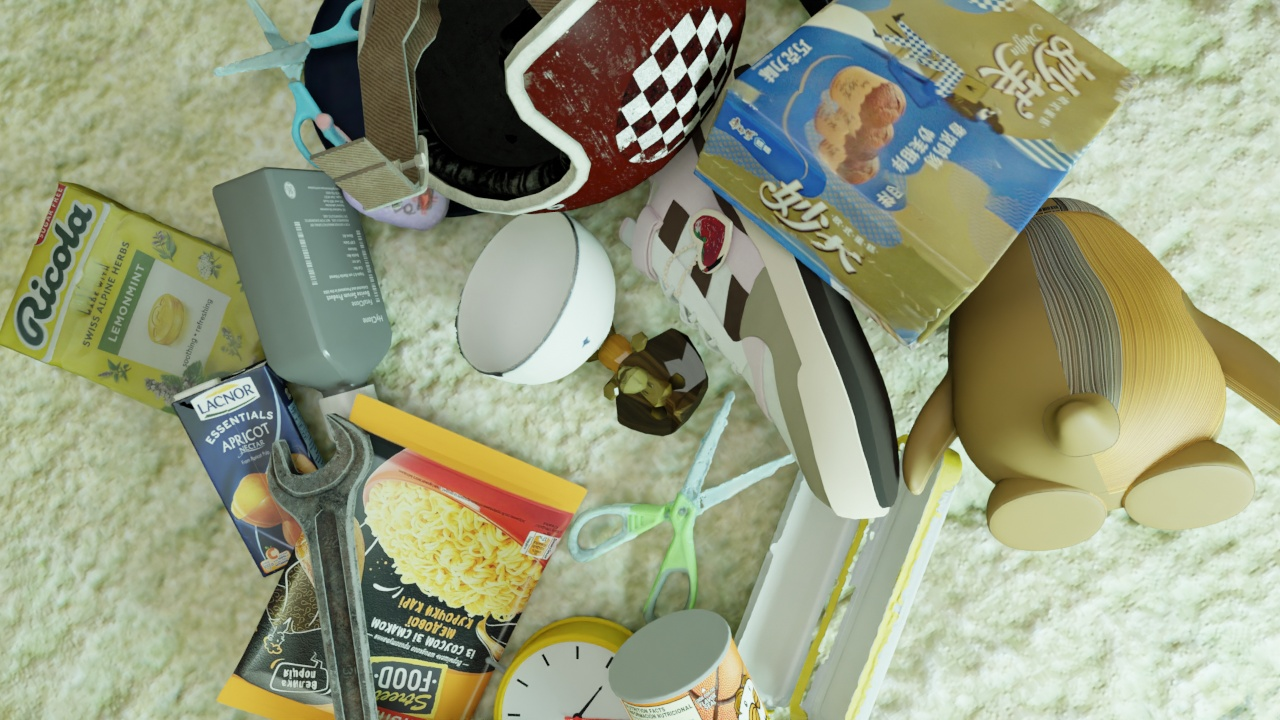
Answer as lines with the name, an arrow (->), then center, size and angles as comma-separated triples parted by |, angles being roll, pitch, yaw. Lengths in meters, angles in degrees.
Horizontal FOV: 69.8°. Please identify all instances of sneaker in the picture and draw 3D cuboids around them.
sneaker -> 0.059, -0.035, 0.558 | 0.117, 0.111, 0.293 | -24, 73, 20

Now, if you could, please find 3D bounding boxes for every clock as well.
clock -> -0.025, 0.230, 0.601 | 0.152, 0.052, 0.113 | 0, 89, 7

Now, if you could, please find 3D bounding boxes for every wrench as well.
wrench -> -0.182, 0.170, 0.564 | 0.070, 0.010, 0.273 | -9, 88, 9

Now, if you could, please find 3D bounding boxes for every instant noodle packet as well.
instant noodle packet -> -0.153, 0.152, 0.601 | 0.160, 0.032, 0.221 | 25, 94, -15

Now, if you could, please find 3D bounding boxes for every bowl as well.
bowl -> -0.059, -0.035, 0.590 | 0.114, 0.063, 0.113 | -22, 56, 37

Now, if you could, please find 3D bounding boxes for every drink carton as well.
drink carton -> -0.243, 0.067, 0.599 | 0.064, 0.040, 0.130 | -24, 104, -12

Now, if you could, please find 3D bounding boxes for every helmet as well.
helmet -> -0.059, -0.188, 0.476 | 0.234, 0.253, 0.233 | -39, 70, 1

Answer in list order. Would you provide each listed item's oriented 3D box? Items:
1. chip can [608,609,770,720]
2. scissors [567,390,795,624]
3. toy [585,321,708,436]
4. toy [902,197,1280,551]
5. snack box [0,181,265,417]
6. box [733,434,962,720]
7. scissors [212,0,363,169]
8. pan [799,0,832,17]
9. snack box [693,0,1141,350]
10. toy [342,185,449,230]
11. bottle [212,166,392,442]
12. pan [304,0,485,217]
chip can -> 0.059, 0.259, 0.550 | 0.075, 0.075, 0.215 | -24, 106, 3
scissors -> 0.033, 0.104, 0.606 | 0.171, 0.028, 0.139 | -31, 87, 18
toy -> -0.003, 0.003, 0.603 | 0.100, 0.062, 0.076 | 37, 113, 18
toy -> 0.249, -0.005, 0.536 | 0.199, 0.162, 0.202 | -15, 46, 23
snack box -> -0.331, -0.032, 0.627 | 0.181, 0.045, 0.121 | 23, 91, 4
box -> 0.130, 0.140, 0.575 | 0.079, 0.080, 0.209 | 21, 91, -34
scissors -> -0.216, -0.201, 0.619 | 0.135, 0.015, 0.135 | -32, 93, 1
pan -> 0.094, -0.286, 0.572 | 0.208, 0.067, 0.356 | -30, 116, -37
snack box -> 0.154, -0.129, 0.504 | 0.155, 0.069, 0.202 | 41, 62, 9
toy -> -0.153, -0.138, 0.601 | 0.080, 0.036, 0.099 | 13, 91, 2
bottle -> -0.208, -0.034, 0.596 | 0.046, 0.083, 0.174 | -14, 95, 19
pan -> -0.162, -0.269, 0.633 | 0.199, 0.021, 0.356 | -24, 88, 3
